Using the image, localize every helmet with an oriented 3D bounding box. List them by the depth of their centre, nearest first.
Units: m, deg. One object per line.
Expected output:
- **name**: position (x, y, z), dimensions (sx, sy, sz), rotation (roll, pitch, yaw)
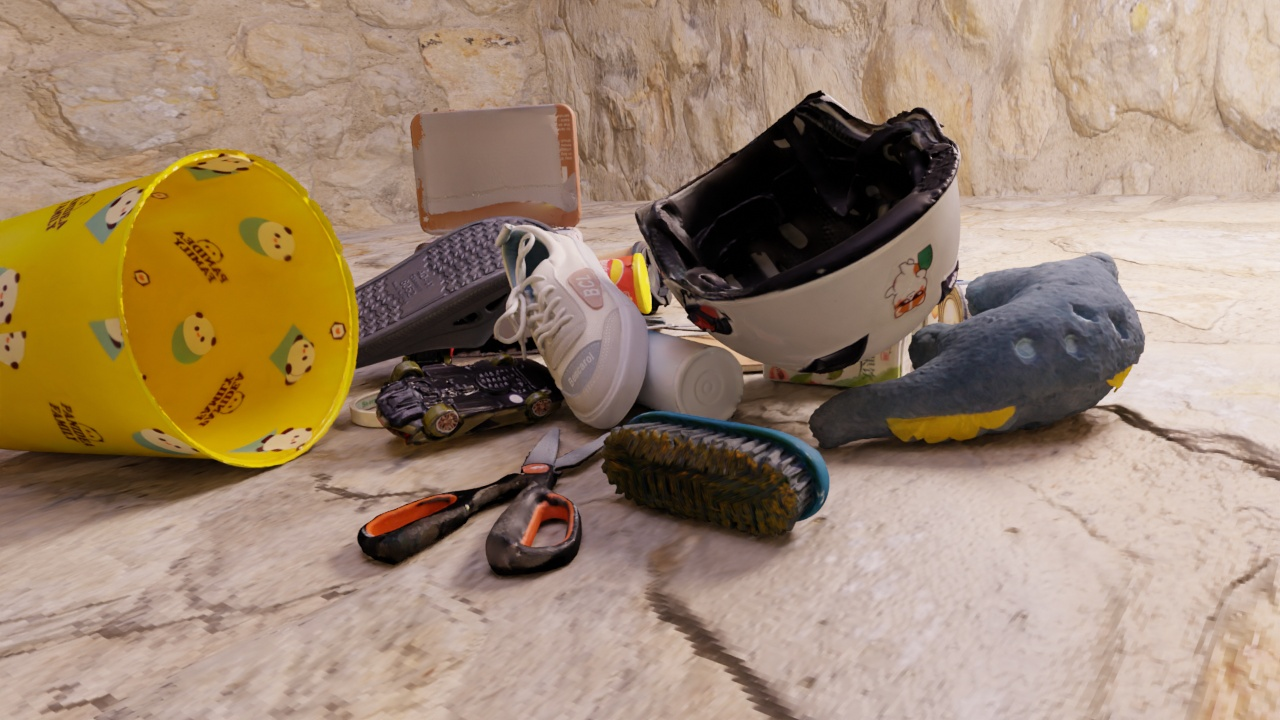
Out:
- **helmet**: position (0.133, -0.078, 0.705), dimensions (0.230, 0.157, 0.274), rotation (-36, 33, -8)

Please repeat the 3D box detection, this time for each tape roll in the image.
- **tape roll**: position (-0.206, 0.038, 0.790), dimensions (0.086, 0.014, 0.085), rotation (-4, 13, 1)

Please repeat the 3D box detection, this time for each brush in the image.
- **brush**: position (0.048, 0.060, 0.541), dimensions (0.144, 0.055, 0.073), rotation (7, 19, 40)

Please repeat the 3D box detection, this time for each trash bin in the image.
- **trash bin**: position (-0.393, -0.028, 0.707), dimensions (0.256, 0.230, 0.229), rotation (-4, 13, 20)

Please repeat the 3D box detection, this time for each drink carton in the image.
- **drink carton**: position (0.169, -0.007, 0.788), dimensions (0.123, 0.053, 0.045), rotation (5, 16, 31)

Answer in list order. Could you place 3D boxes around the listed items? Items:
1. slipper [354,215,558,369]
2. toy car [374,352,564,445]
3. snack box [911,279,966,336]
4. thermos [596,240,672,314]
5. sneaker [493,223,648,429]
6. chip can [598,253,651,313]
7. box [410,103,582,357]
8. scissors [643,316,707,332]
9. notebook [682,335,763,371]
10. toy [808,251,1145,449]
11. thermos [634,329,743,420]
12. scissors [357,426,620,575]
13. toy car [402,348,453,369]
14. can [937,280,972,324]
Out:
- **slipper**: position (-0.198, -0.056, 0.914), dimensions (0.268, 0.083, 0.110), rotation (-28, 46, -10)
- **toy car**: position (-0.130, 0.030, 0.721), dimensions (0.157, 0.042, 0.070), rotation (-8, 39, -38)
- **snack box**: position (0.241, -0.061, 0.991), dimensions (0.183, 0.046, 0.177), rotation (4, 11, 32)
- **thermos**: position (-0.039, -0.097, 1.167), dimensions (0.143, 0.093, 0.092), rotation (-8, 12, 19)
- **sneaker**: position (-0.067, -0.043, 0.752), dimensions (0.090, 0.090, 0.242), rotation (25, 24, -33)
- **chip can**: position (-0.099, -0.079, 1.085), dimensions (0.217, 0.073, 0.073), rotation (-6, 13, 9)
- **box**: position (-0.152, -0.140, 0.992), dimensions (0.177, 0.261, 0.082), rotation (-3, 13, 3)
- **scissors**: position (0.029, -0.038, 1.020), dimensions (0.159, 0.014, 0.181), rotation (-10, 10, -26)
- **notebook**: position (0.104, -0.011, 0.914), dimensions (0.211, 0.012, 0.149), rotation (-3, 13, 2)
- **toy**: position (0.284, -0.013, 0.673), dimensions (0.355, 0.091, 0.138), rotation (-28, 26, -31)
- **thermos**: position (-0.005, 0.005, 0.775), dimensions (0.070, 0.070, 0.221), rotation (-12, 15, -30)
- **scissors**: position (-0.083, 0.078, 0.576), dimensions (0.204, 0.022, 0.224), rotation (-8, 14, -14)
- **toy car**: position (-0.214, -0.004, 0.928), dimensions (0.049, 0.031, 0.106), rotation (-4, 27, -7)
- **can**: position (0.330, -0.037, 0.821), dimensions (0.111, 0.075, 0.075), rotation (-3, 14, 2)
